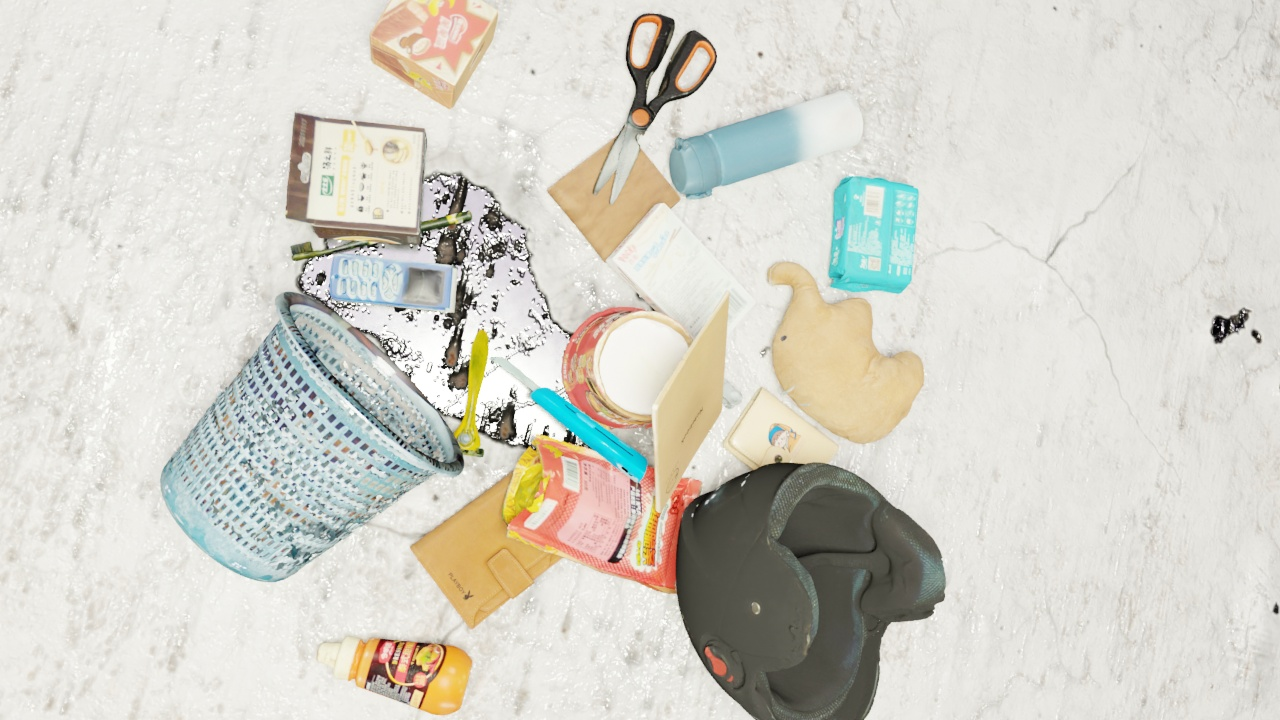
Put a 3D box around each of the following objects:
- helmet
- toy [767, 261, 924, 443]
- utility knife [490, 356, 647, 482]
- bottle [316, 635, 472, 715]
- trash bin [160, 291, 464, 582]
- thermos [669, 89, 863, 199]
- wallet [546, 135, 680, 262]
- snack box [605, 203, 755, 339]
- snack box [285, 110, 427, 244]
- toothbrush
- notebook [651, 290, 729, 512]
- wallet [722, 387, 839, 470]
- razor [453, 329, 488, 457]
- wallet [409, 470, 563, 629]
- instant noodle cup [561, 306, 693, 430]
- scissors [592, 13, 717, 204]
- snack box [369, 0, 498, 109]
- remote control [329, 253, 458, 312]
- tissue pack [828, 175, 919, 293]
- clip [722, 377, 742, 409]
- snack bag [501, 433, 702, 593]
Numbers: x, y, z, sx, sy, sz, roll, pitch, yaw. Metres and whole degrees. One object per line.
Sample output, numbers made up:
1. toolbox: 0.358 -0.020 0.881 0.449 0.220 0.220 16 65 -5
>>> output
1. helmet: 0.150 0.235 0.918 0.233 0.231 0.275 -3 94 -38
2. toy: 0.210 -0.008 1.022 0.226 0.083 0.143 46 75 -4
3. utility knife: -0.075 0.056 0.953 0.203 0.034 0.018 37 120 6
4. bottle: -0.244 0.304 0.905 0.149 0.067 0.066 15 84 -6
5. trash bin: -0.309 0.083 0.834 0.195 0.226 0.226 -43 97 1
6. thermos: 0.138 -0.239 1.020 0.220 0.070 0.070 -20 92 -13
7. wallet: -0.027 -0.179 1.000 0.115 0.020 0.101 -40 96 -15
8. snack box: 0.046 -0.086 0.997 0.157 0.027 0.084 44 79 -17
9. snack box: -0.280 -0.180 0.914 0.125 0.053 0.113 3 79 -11
10. toothbrush: -0.265 -0.131 0.943 0.185 0.012 0.017 -16 80 -14
11. notebook: 0.050 0.047 0.905 0.008 0.208 0.147 24 59 18
12. wallet: 0.157 0.098 1.029 0.115 0.024 0.087 37 81 -11
13. razor: -0.173 0.032 0.951 0.043 0.028 0.132 10 83 -10
14. wallet: -0.153 0.195 0.946 0.131 0.031 0.108 -36 94 -12
15. instant noodle cup: -0.006 0.006 0.949 0.137 0.109 0.138 1 87 -13
16. scissors: -0.008 -0.281 1.005 0.233 0.022 0.161 -41 90 -12
17. snack box: -0.209 -0.328 0.932 0.094 0.077 0.092 30 80 -11
18. remote control: -0.251 -0.079 0.937 0.125 0.024 0.049 6 86 -12
19. tissue pack: 0.266 -0.143 1.052 0.093 0.050 0.133 6 86 -15
20. clip: 0.089 0.029 1.018 0.024 0.026 0.056 -39 87 -17
21. snack bag: -0.033 0.158 0.950 0.207 0.073 0.128 22 70 -27
